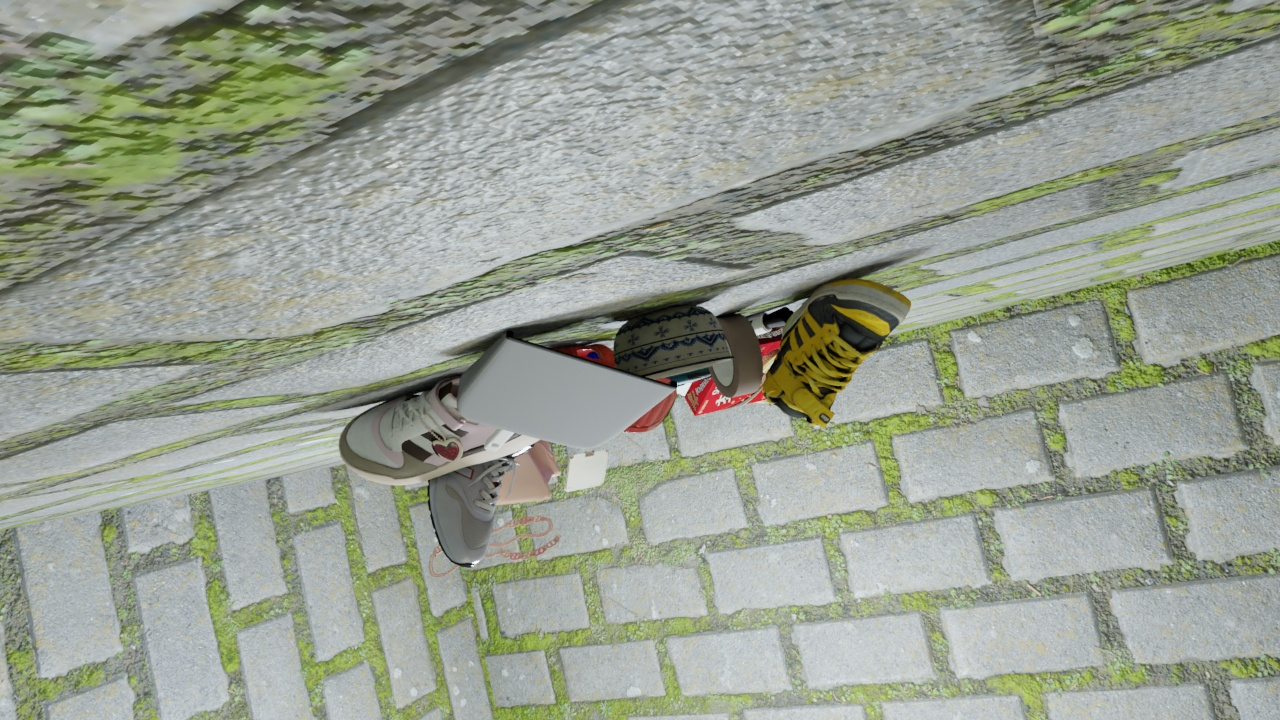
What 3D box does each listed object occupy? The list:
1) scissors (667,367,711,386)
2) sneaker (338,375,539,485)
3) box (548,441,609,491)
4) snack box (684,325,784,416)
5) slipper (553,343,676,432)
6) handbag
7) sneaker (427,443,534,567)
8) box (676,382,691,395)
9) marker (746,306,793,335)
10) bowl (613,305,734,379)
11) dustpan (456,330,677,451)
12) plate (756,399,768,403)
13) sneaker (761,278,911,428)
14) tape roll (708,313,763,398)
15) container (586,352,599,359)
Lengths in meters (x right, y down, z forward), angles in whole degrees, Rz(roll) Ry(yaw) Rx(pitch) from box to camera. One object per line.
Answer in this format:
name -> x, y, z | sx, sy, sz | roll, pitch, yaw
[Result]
scissors -> 0.042, 0.027, 1.201 | 0.135, 0.019, 0.130 | -9, 175, -21
sneaker -> -0.250, 0.070, 1.072 | 0.294, 0.111, 0.116 | -11, 151, 21
box -> -0.123, 0.108, 1.337 | 0.143, 0.181, 0.081 | -8, -178, -21
snack box -> 0.150, 0.009, 1.315 | 0.132, 0.035, 0.152 | -11, 146, -28
slipper -> -0.061, 0.031, 1.033 | 0.248, 0.104, 0.059 | 6, -154, -44
handbag -> -0.201, 0.170, 1.205 | 0.199, 0.117, 0.186 | -10, -144, 25
sneaker -> -0.191, 0.125, 1.133 | 0.124, 0.239, 0.088 | -24, 150, 22
box -> 0.083, 0.030, 1.437 | 0.086, 0.072, 0.198 | 28, -174, 31
marker -> 0.138, -0.042, 1.140 | 0.126, 0.025, 0.025 | -17, 175, 44
bowl -> 0.026, -0.017, 0.875 | 0.115, 0.059, 0.115 | -13, 176, -1
dustpan -> -0.100, 0.047, 0.888 | 0.163, 0.033, 0.258 | 17, 145, -24
plate -> 0.205, -0.005, 1.401 | 0.184, 0.036, 0.185 | -3, 140, -3
sneaker -> 0.200, -0.001, 0.987 | 0.086, 0.122, 0.239 | 23, 164, -5
tape roll -> 0.106, -0.005, 1.056 | 0.030, 0.093, 0.094 | -12, 176, -17
container -> -0.094, 0.042, 1.157 | 0.085, 0.084, 0.114 | -9, 173, -33
